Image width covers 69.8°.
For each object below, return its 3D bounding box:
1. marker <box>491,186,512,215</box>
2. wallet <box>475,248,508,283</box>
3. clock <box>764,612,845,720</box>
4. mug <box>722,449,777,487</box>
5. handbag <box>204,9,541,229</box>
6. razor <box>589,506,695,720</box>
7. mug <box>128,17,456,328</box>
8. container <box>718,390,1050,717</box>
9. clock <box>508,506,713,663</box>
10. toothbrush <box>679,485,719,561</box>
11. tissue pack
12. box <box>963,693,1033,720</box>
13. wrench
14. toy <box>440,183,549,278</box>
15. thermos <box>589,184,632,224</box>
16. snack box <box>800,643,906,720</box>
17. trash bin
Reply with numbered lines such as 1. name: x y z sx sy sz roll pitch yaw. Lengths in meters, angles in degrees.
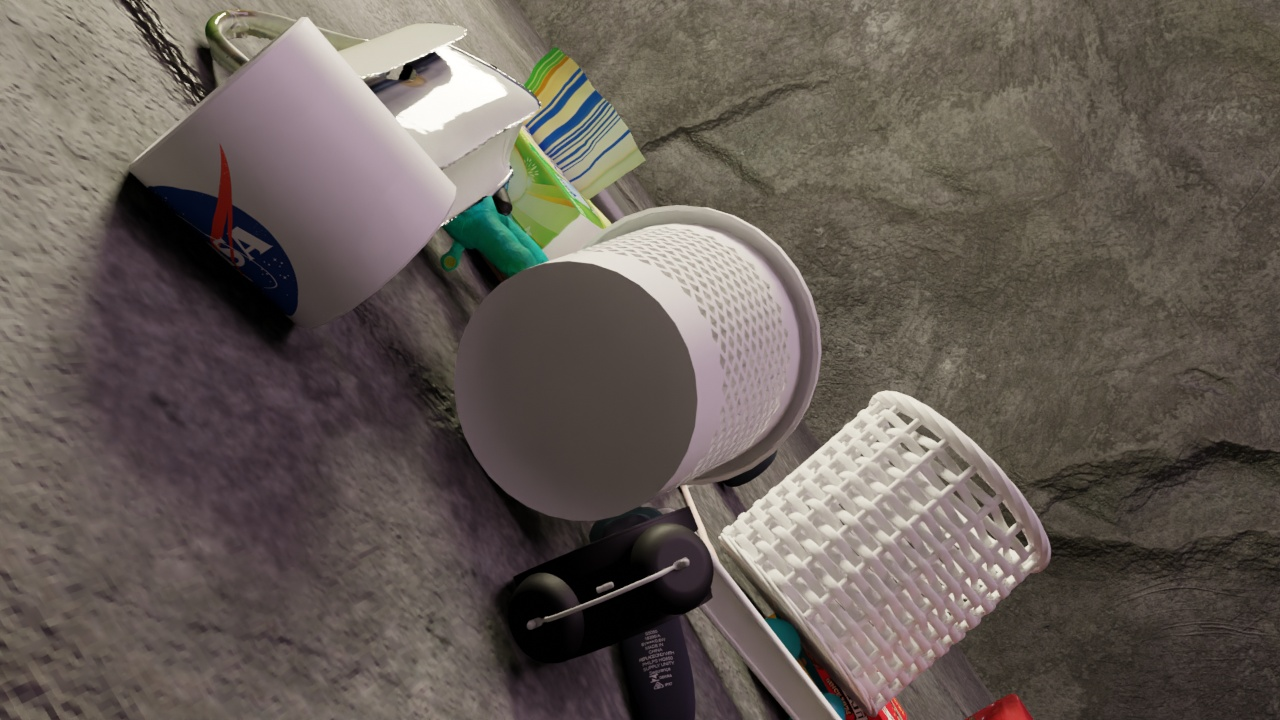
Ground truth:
1. marker: -0.105 -0.138 0.619 0.011 0.011 0.152 46 13 -42
2. wallet: -0.093 -0.061 0.770 0.087 0.013 0.121 53 9 13
3. clock: 0.117 0.240 0.705 0.099 0.044 0.129 57 3 8
4. mug: 0.095 0.088 1.032 0.077 0.071 0.105 53 -16 -14
5. handbag: -0.158 -0.153 0.503 0.176 0.074 0.150 32 34 3
6. razor: 0.004 0.141 0.505 0.142 0.047 0.052 -106 -176 -53
7. mug: -0.149 -0.078 0.394 0.090 0.091 0.121 50 -21 -28
8. container: 0.193 0.155 0.750 0.189 0.186 0.189 50 -6 7
9. clock: -0.012 0.102 0.415 0.121 0.091 0.042 72 -4 -79
10. toothbrush: 0.059 0.152 0.779 0.181 0.018 0.016 -109 173 -52
11. tissue pack: -0.084 -0.168 0.745 0.197 0.141 0.120 52 10 12
12. box: 0.243 0.343 0.632 0.170 0.157 0.156 57 13 12
13. wrench: 0.092 0.206 0.606 0.273 0.066 0.018 49 9 20
14. toy: -0.136 -0.118 0.622 0.193 0.072 0.130 47 8 3
15. thermos: -0.029 -0.133 1.091 0.240 0.082 0.082 53 11 -12
16. snack box: 0.198 0.302 0.884 0.152 0.036 0.132 57 11 11
17. trash bin: -0.003 0.003 0.553 0.195 0.196 0.199 56 20 4
